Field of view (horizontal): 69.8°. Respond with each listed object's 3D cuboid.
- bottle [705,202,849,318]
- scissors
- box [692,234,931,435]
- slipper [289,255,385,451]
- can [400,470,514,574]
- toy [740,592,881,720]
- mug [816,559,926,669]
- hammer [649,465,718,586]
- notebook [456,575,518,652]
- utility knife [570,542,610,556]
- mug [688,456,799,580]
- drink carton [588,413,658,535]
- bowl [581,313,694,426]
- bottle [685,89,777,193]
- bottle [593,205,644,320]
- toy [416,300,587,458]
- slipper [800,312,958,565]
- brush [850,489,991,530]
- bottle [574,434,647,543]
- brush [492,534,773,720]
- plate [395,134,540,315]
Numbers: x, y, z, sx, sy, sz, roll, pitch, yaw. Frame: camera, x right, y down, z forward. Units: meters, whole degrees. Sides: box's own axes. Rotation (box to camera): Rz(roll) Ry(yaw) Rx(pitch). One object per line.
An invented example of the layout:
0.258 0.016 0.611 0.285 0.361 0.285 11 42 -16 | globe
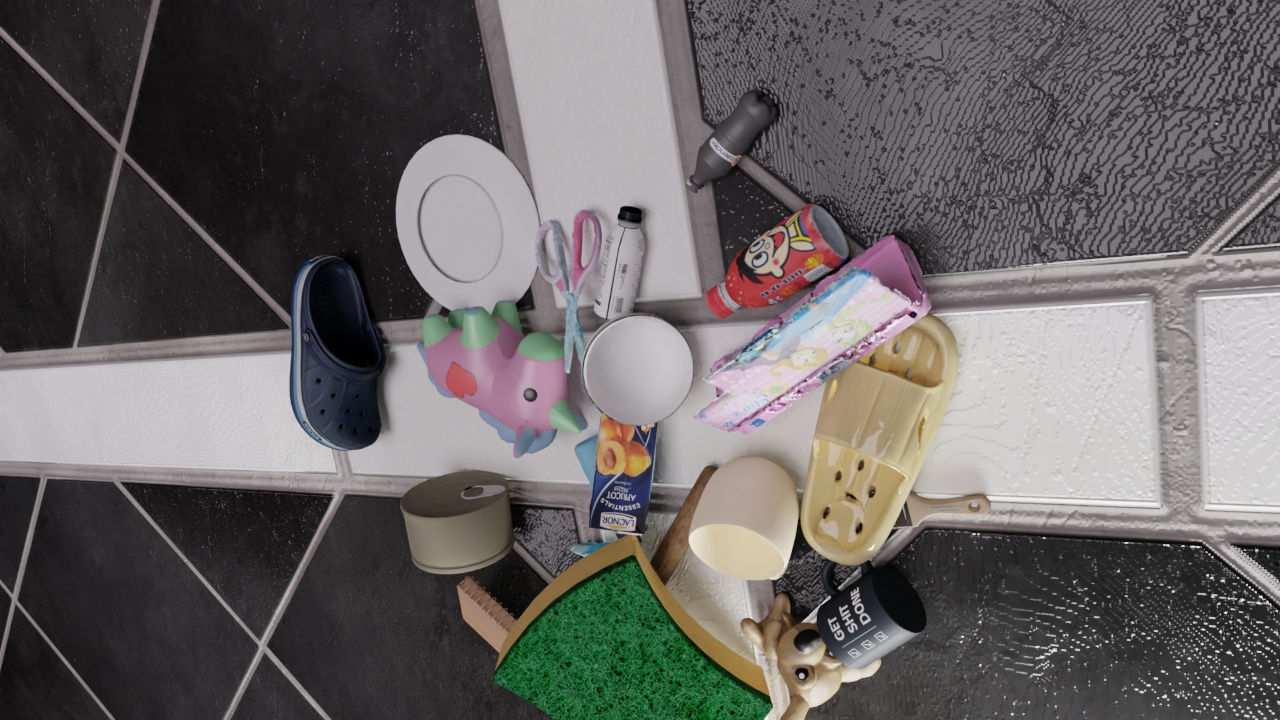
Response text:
0.120 -0.084 0.849 0.138 0.061 0.062 -33 88 33 | bottle
-0.083 -0.068 0.971 0.105 0.016 0.179 5 93 41 | scissors
0.131 -0.028 0.819 0.231 0.105 0.086 -39 43 34 | box
-0.372 -0.003 1.136 0.095 0.104 0.253 5 106 37 | slipper
-0.217 0.192 1.097 0.128 0.127 0.073 4 110 29 | can
0.160 0.301 0.939 0.108 0.134 0.106 38 149 46 | toy
0.217 0.236 0.899 0.078 0.071 0.105 -47 53 32 | mug
0.013 0.246 1.023 0.129 0.040 0.322 27 114 -1 | hammer
-0.140 0.358 1.119 0.210 0.022 0.169 38 152 14 | notebook
-0.042 0.213 1.043 0.022 0.015 0.124 28 155 -24 | utility knife
0.114 0.156 0.910 0.096 0.099 0.120 -20 124 41 | mug
-0.018 0.117 0.979 0.064 0.040 0.130 7 96 4 | drink carton
-0.006 0.005 0.937 0.113 0.063 0.113 -1 101 -8 | bowl
0.080 -0.199 0.849 0.036 0.036 0.110 48 123 8 | bottle
-0.019 -0.100 0.937 0.041 0.041 0.116 22 116 23 | bottle
-0.164 0.022 1.028 0.223 0.119 0.171 -6 98 37 | toy
0.200 0.077 0.838 0.111 0.079 0.262 25 114 30 | slipper
0.255 0.141 0.873 0.152 0.012 0.039 -11 99 32 | brush
-0.030 0.147 1.025 0.040 0.040 0.130 -23 94 34 | bottle
-0.008 0.333 0.975 0.195 0.075 0.250 -41 99 7 | brush
-0.204 -0.149 1.044 0.209 0.015 0.209 10 111 28 | plate
